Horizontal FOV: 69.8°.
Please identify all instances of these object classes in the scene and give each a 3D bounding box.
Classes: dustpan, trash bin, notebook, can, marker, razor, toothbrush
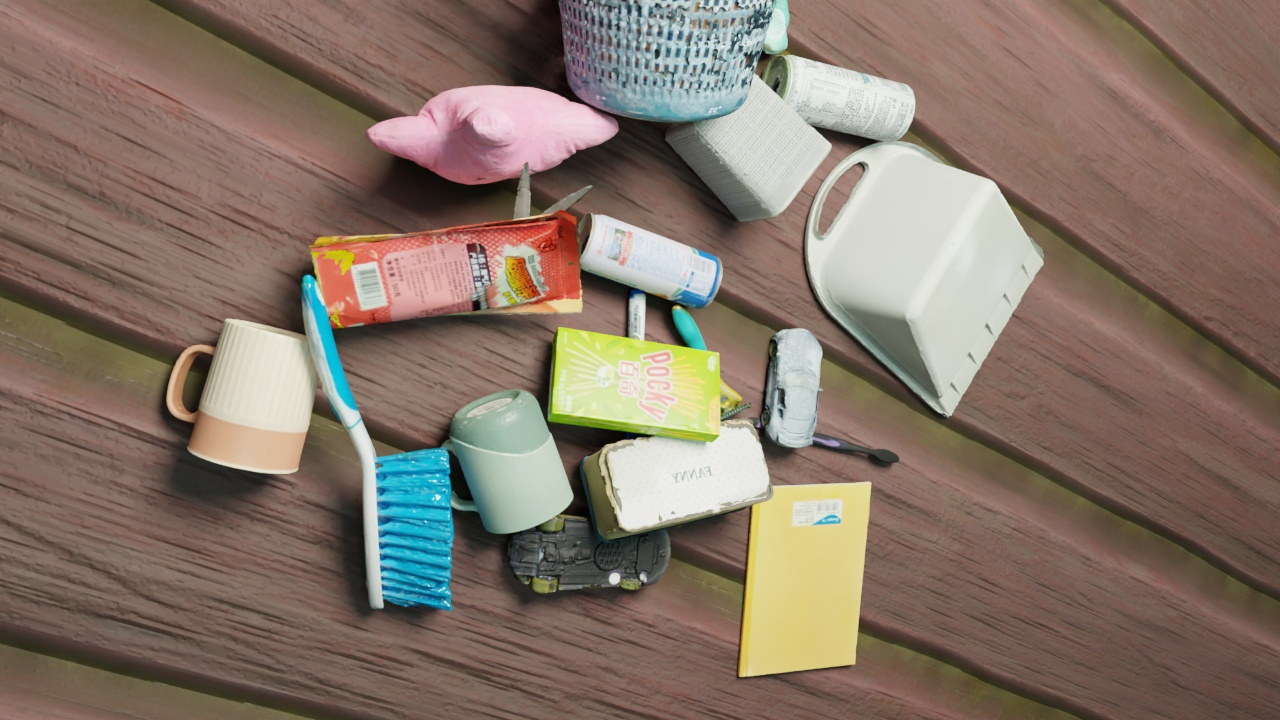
[{"bbox_3d":[0.293,-0.103,0.979,0.222,0.143,0.257,-57,141,-6],"label":"dustpan"},{"bbox_3d":[0.021,-0.300,0.707,0.226,0.226,0.195,-8,127,-20],"label":"trash bin"},{"bbox_3d":[0.177,0.233,0.979,0.145,0.010,0.206,1,97,-21],"label":"notebook"},{"bbox_3d":[0.005,-0.091,0.843,0.134,0.053,0.053,17,91,-23],"label":"can"},{"bbox_3d":[0.191,-0.253,0.891,0.146,0.058,0.058,6,95,-22],"label":"can"},{"bbox_3d":[-0.005,0.005,0.872,0.017,0.017,0.146,-1,98,-22],"label":"marker"},{"bbox_3d":[0.062,0.001,0.891,0.043,0.028,0.132,-26,111,11],"label":"razor"},{"bbox_3d":[0.193,0.084,0.966,0.189,0.017,0.014,15,80,-20],"label":"toothbrush"}]

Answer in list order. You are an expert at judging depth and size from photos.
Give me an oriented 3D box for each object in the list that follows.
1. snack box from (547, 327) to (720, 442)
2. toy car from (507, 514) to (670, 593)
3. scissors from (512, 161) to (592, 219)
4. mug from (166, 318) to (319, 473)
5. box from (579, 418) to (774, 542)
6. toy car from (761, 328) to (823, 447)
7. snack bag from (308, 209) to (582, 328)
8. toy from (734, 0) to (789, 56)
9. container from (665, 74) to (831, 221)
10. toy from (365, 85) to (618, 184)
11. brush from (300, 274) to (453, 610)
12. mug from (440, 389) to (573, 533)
[{"bbox_3d":[-0.004,0.023,0.832,0.156,0.026,0.085,9,64,-14],"label":"snack box"},{"bbox_3d":[-0.047,0.181,0.866,0.158,0.042,0.070,6,93,-20],"label":"toy car"},{"bbox_3d":[-0.101,-0.098,0.760,0.159,0.178,0.014,52,34,-53],"label":"scissors"},{"bbox_3d":[-0.315,0.024,0.726,0.114,0.081,0.106,15,90,7],"label":"mug"},{"bbox_3d":[0.030,0.112,0.857,0.184,0.061,0.089,-7,75,-24],"label":"box"},{"bbox_3d":[0.156,0.028,0.927,0.054,0.037,0.120,5,88,-21],"label":"toy car"},{"bbox_3d":[-0.150,-0.070,0.742,0.208,0.129,0.073,-6,60,-6],"label":"snack bag"},{"bbox_3d":[0.098,-0.311,0.858,0.091,0.030,0.096,8,74,-19],"label":"toy"},{"bbox_3d":[0.095,-0.201,0.845,0.114,0.090,0.090,41,81,-18],"label":"container"},{"bbox_3d":[-0.120,-0.180,0.735,0.194,0.179,0.074,-21,110,-53],"label":"toy"},{"bbox_3d":[-0.209,0.079,0.749,0.109,0.060,0.315,-1,115,-13],"label":"brush"},{"bbox_3d":[-0.128,0.089,0.808,0.112,0.082,0.106,-15,105,13],"label":"mug"}]
